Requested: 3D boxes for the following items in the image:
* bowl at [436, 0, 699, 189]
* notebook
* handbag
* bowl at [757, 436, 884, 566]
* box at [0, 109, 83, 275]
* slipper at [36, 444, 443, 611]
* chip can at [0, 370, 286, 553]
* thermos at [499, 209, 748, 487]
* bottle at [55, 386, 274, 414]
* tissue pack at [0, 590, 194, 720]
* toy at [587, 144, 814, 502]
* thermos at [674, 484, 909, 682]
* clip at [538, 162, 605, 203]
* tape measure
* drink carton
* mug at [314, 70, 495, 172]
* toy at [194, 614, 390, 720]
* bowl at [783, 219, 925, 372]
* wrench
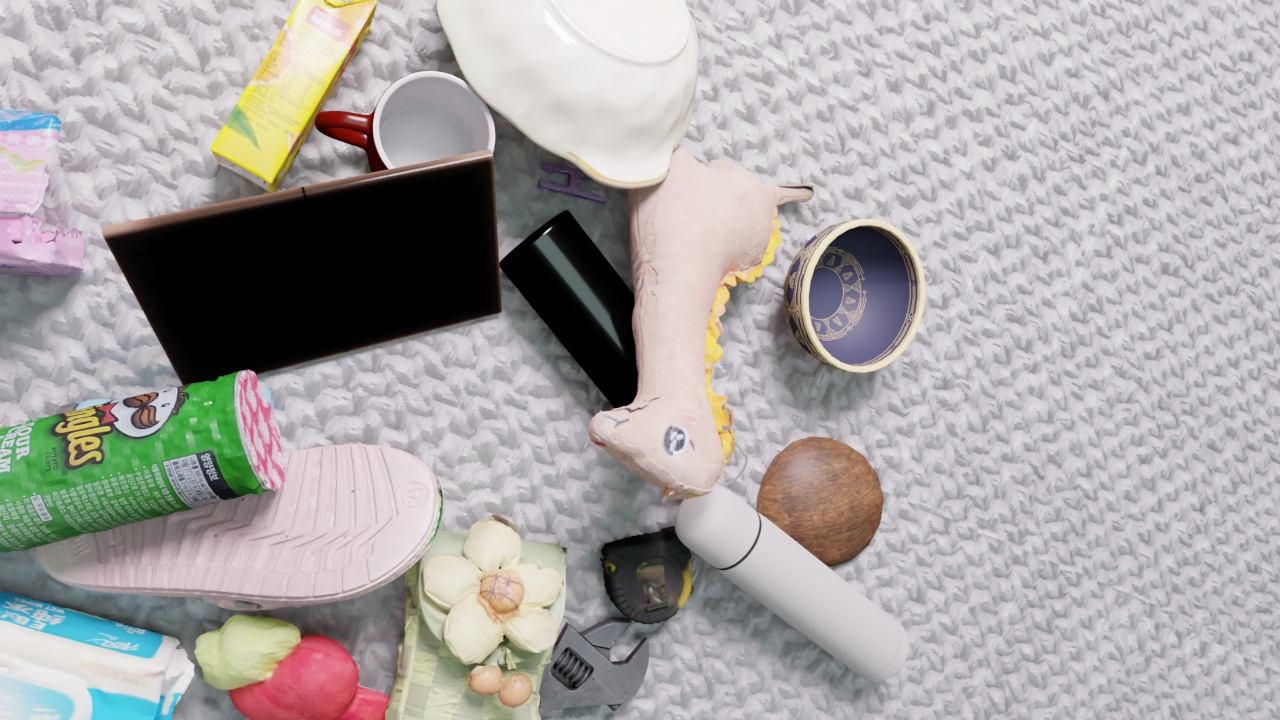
[{"bbox_3d":[-0.030,-0.219,0.590,0.188,0.060,0.219,-15,77,-37],"label":"bowl"},{"bbox_3d":[-0.189,-0.052,0.561,0.209,0.142,0.008,-16,56,-17],"label":"notebook"},{"bbox_3d":[-0.101,0.195,0.592,0.113,0.117,0.186,10,72,-21],"label":"handbag"},{"bbox_3d":[0.150,0.115,0.726,0.114,0.026,0.102,27,84,-18],"label":"bowl"},{"bbox_3d":[-0.436,-0.098,0.492,0.230,0.085,0.096,1,90,-18],"label":"box"},{"bbox_3d":[-0.240,0.107,0.568,0.239,0.064,0.094,-2,66,1],"label":"slipper"},{"bbox_3d":[-0.320,0.065,0.505,0.223,0.075,0.075,-13,97,-8],"label":"chip can"},{"bbox_3d":[-0.004,0.004,0.651,0.061,0.061,0.231,-41,104,-12],"label":"thermos"},{"bbox_3d":[-0.296,0.041,0.567,0.130,0.040,0.040,-5,94,-18],"label":"bottle"},{"bbox_3d":[-0.385,0.197,0.536,0.209,0.066,0.117,23,85,-16],"label":"tissue pack"},{"bbox_3d":[0.052,-0.034,0.620,0.196,0.065,0.264,7,64,-24],"label":"toy"},{"bbox_3d":[0.115,0.168,0.689,0.224,0.052,0.052,40,80,-24],"label":"thermos"},{"bbox_3d":[-0.047,-0.130,0.656,0.053,0.013,0.036,-4,93,-15],"label":"clip"},{"bbox_3d":[0.005,0.161,0.675,0.067,0.038,0.062,-8,95,-18],"label":"tape measure"},{"bbox_3d":[-0.214,-0.174,0.574,0.043,0.058,0.134,30,83,-20],"label":"drink carton"},{"bbox_3d":[-0.151,-0.140,0.584,0.105,0.083,0.073,6,91,-19],"label":"mug"},{"bbox_3d":[-0.219,0.207,0.589,0.092,0.045,0.135,-31,121,26],"label":"toy"},{"bbox_3d":[0.152,-0.050,0.698,0.112,0.061,0.112,-3,98,-26],"label":"bowl"},{"bbox_3d":[-0.115,0.264,0.651,0.272,0.018,0.073,-27,92,-14],"label":"wrench"}]
